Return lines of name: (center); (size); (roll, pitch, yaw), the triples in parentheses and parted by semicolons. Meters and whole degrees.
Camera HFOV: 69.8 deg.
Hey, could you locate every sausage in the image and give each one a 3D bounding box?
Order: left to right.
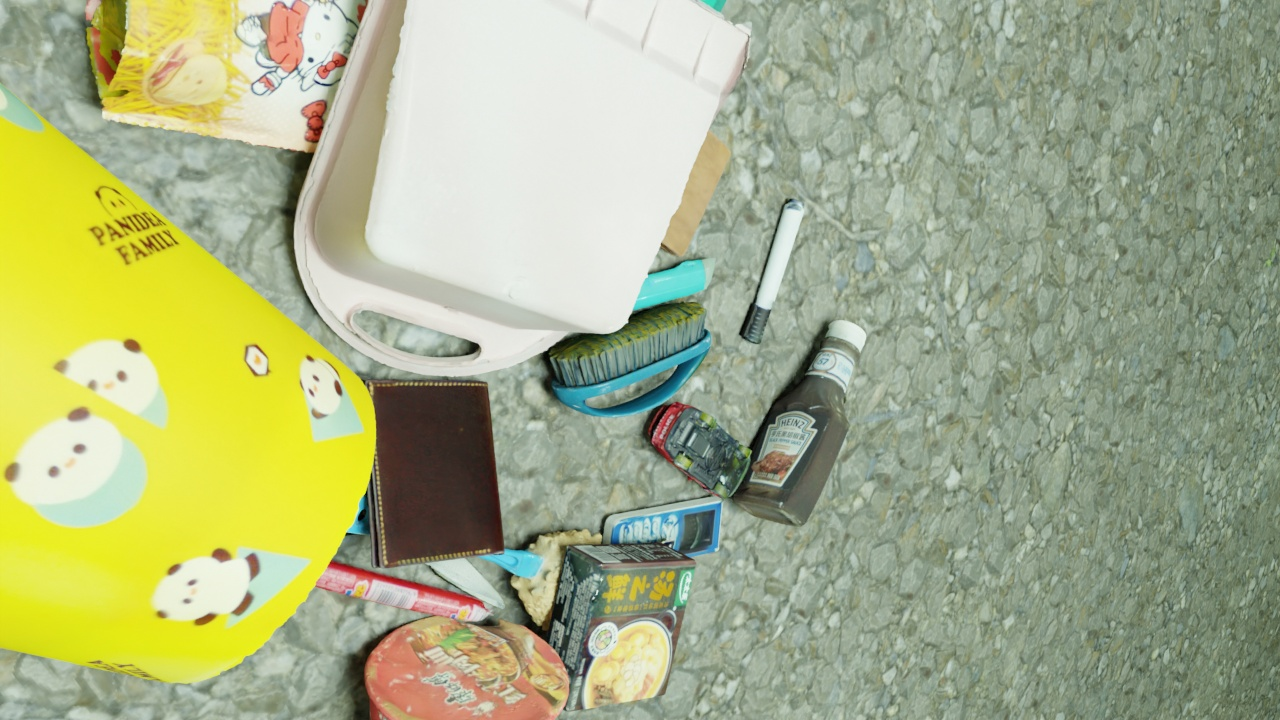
sausage: (-0.169, 0.161, 0.638); (0.155, 0.020, 0.020); (26, 86, -34)

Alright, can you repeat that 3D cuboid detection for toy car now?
toy car: (0.051, 0.075, 0.776); (0.053, 0.045, 0.120); (-57, 136, -9)

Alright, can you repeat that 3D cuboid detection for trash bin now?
trash bin: (-0.274, 0.016, 0.401); (0.229, 0.230, 0.255); (-57, 134, -12)

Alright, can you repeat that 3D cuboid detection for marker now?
marker: (0.116, -0.078, 0.803); (0.022, 0.018, 0.131); (15, 93, -30)

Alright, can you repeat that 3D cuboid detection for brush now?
brush: (-0.110, 0.140, 0.661); (0.254, 0.046, 0.083); (30, 81, -41)
brush: (-0.004, 0.004, 0.706); (0.143, 0.055, 0.073); (-23, 115, -32)

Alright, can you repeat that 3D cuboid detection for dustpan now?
dustpan: (-0.090, -0.119, 0.562); (0.222, 0.139, 0.273); (21, 85, -32)

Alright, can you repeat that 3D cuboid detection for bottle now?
bottle: (0.152, 0.052, 0.828); (0.044, 0.080, 0.194); (40, 68, -33)

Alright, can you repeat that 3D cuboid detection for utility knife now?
utility knife: (-0.009, -0.053, 0.716); (0.171, 0.013, 0.029); (-17, 110, -30)

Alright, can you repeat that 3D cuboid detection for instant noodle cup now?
instant noodle cup: (-0.126, 0.261, 0.635); (0.137, 0.138, 0.109); (-1, 111, -38)

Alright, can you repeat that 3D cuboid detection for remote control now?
remote control: (0.021, 0.147, 0.785); (0.124, 0.024, 0.049); (-3, 104, -36)

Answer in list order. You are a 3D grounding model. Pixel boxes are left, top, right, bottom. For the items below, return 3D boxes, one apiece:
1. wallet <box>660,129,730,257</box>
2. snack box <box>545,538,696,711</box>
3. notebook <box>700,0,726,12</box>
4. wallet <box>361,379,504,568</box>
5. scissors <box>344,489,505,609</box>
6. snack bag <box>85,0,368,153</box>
wallet: (0.016, -0.148, 0.705); (0.115, 0.020, 0.101); (33, 80, -42)
snack box: (-0.012, 0.200, 0.709); (0.125, 0.053, 0.113); (9, 96, -42)
notebook: (-0.025, -0.218, 0.588); (0.150, 0.012, 0.209); (32, 82, -36)
wallet: (-0.137, 0.072, 0.610); (0.096, 0.020, 0.122); (2, 75, -41)
scissors: (-0.154, 0.107, 0.639); (0.234, 0.022, 0.125); (27, 85, -40)
snack bag: (-0.190, -0.178, 0.516); (0.207, 0.073, 0.129); (-5, 104, -45)
